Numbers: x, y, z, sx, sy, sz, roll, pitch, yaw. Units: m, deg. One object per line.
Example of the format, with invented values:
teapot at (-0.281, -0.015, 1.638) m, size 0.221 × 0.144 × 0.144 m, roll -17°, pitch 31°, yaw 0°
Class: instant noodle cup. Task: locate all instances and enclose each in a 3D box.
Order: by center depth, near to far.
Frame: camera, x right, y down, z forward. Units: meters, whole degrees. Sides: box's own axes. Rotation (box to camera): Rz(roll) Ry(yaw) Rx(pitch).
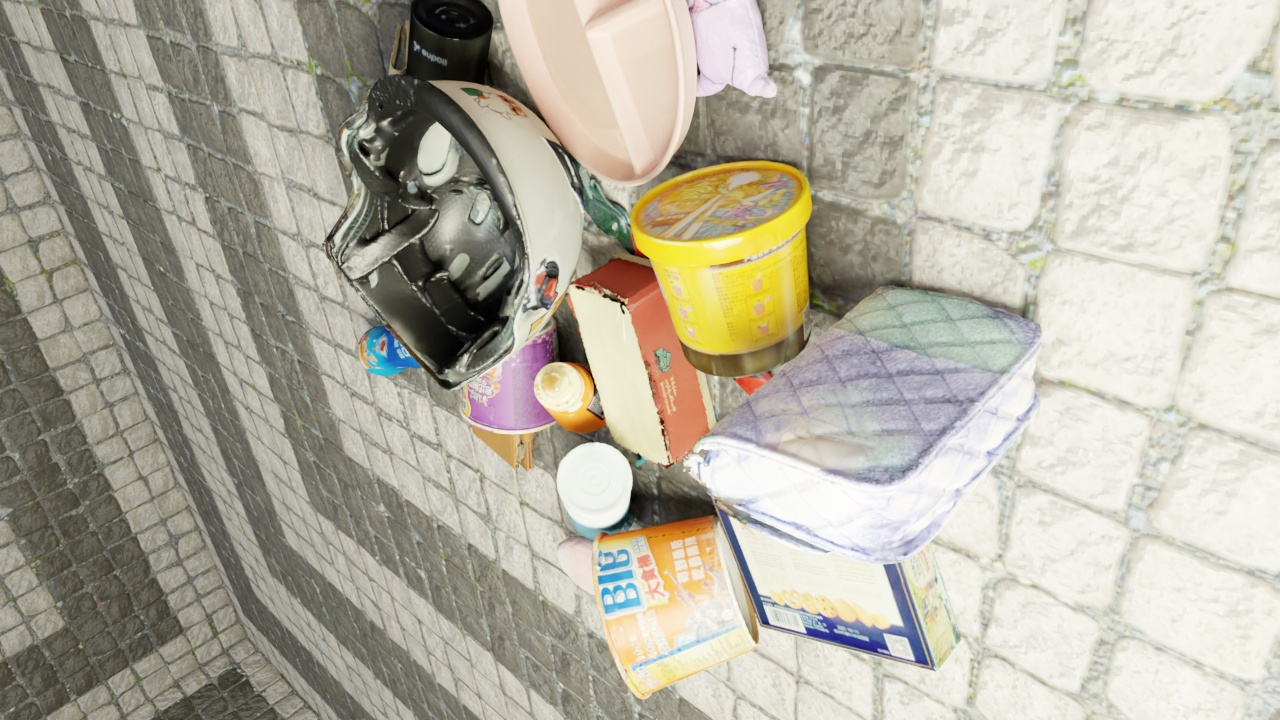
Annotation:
instant noodle cup at (0.063, -0.060, 0.626) m, size 0.119 × 0.118 × 0.114 m, roll 18°, pitch 136°, yaw 42°
instant noodle cup at (0.035, 0.210, 0.816) m, size 0.111 × 0.151 × 0.151 m, roll -19°, pitch 105°, yaw 8°
instant noodle cup at (-0.127, 0.004, 0.907) m, size 0.112 × 0.111 × 0.099 m, roll 25°, pitch 125°, yaw 38°

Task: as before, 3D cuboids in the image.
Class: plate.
plate at (-0.035, -0.236, 0.649) m, size 0.229 × 0.028 × 0.230 m, roll 43°, pitch 150°, yaw 32°

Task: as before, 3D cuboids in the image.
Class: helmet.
helmet at (-0.136, -0.117, 0.775) m, size 0.230 × 0.156 × 0.275 m, roll 43°, pitch 134°, yaw 16°

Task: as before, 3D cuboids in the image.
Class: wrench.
wrench at (0.025, -0.066, 0.746) m, size 0.273 × 0.016 × 0.056 m, roll 52°, pitch 149°, yaw 9°

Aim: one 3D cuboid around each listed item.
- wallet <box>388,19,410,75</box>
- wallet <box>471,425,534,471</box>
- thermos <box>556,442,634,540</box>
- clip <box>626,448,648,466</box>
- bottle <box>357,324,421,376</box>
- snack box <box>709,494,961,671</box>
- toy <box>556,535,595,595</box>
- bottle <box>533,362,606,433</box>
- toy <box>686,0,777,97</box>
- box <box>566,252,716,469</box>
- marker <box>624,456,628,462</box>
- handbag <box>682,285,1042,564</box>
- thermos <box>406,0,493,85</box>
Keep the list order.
wallet at (-0.229, -0.253, 0.867) m, size 0.115 × 0.024 × 0.087 m, roll 111°, pitch 163°, yaw -50°
wallet at (-0.160, 0.054, 1.041) m, size 0.108 × 0.031 × 0.132 m, roll 35°, pitch 139°, yaw 33°
thermos at (-0.039, 0.130, 0.866) m, size 0.070 × 0.070 × 0.221 m, roll 49°, pitch 169°, yaw 13°
clip at (0.006, 0.085, 0.882) m, size 0.057 × 0.014 × 0.047 m, roll -29°, pitch 91°, yaw 54°
bottle at (-0.265, -0.021, 1.082) m, size 0.219 × 0.065 × 0.065 m, roll -9°, pitch 109°, yaw 52°
snack box at (0.145, 0.145, 0.734) m, size 0.178 × 0.045 × 0.182 m, roll -2°, pitch 114°, yaw 51°
toy at (-0.019, 0.235, 0.972) m, size 0.160 × 0.054 × 0.121 m, roll 20°, pitch 159°, yaw 36°
bottle at (-0.062, 0.029, 0.821) m, size 0.067 × 0.067 × 0.149 m, roll 49°, pitch -179°, yaw 12°
toy at (0.050, -0.220, 0.582) m, size 0.084 × 0.038 × 0.108 m, roll 18°, pitch 130°, yaw 53°
box at (-0.004, 0.005, 0.764) m, size 0.091 × 0.075 × 0.168 m, roll 22°, pitch 136°, yaw 46°
marker at (-0.047, 0.121, 0.970) m, size 0.018 × 0.015 × 0.124 m, roll 61°, pitch 146°, yaw 1°
handbag at (0.136, 0.033, 0.533) m, size 0.134 × 0.193 × 0.076 m, roll 20°, pitch 132°, yaw 41°
thermos at (-0.174, -0.209, 0.845) m, size 0.090 × 0.068 × 0.243 m, roll 20°, pitch 141°, yaw -1°
